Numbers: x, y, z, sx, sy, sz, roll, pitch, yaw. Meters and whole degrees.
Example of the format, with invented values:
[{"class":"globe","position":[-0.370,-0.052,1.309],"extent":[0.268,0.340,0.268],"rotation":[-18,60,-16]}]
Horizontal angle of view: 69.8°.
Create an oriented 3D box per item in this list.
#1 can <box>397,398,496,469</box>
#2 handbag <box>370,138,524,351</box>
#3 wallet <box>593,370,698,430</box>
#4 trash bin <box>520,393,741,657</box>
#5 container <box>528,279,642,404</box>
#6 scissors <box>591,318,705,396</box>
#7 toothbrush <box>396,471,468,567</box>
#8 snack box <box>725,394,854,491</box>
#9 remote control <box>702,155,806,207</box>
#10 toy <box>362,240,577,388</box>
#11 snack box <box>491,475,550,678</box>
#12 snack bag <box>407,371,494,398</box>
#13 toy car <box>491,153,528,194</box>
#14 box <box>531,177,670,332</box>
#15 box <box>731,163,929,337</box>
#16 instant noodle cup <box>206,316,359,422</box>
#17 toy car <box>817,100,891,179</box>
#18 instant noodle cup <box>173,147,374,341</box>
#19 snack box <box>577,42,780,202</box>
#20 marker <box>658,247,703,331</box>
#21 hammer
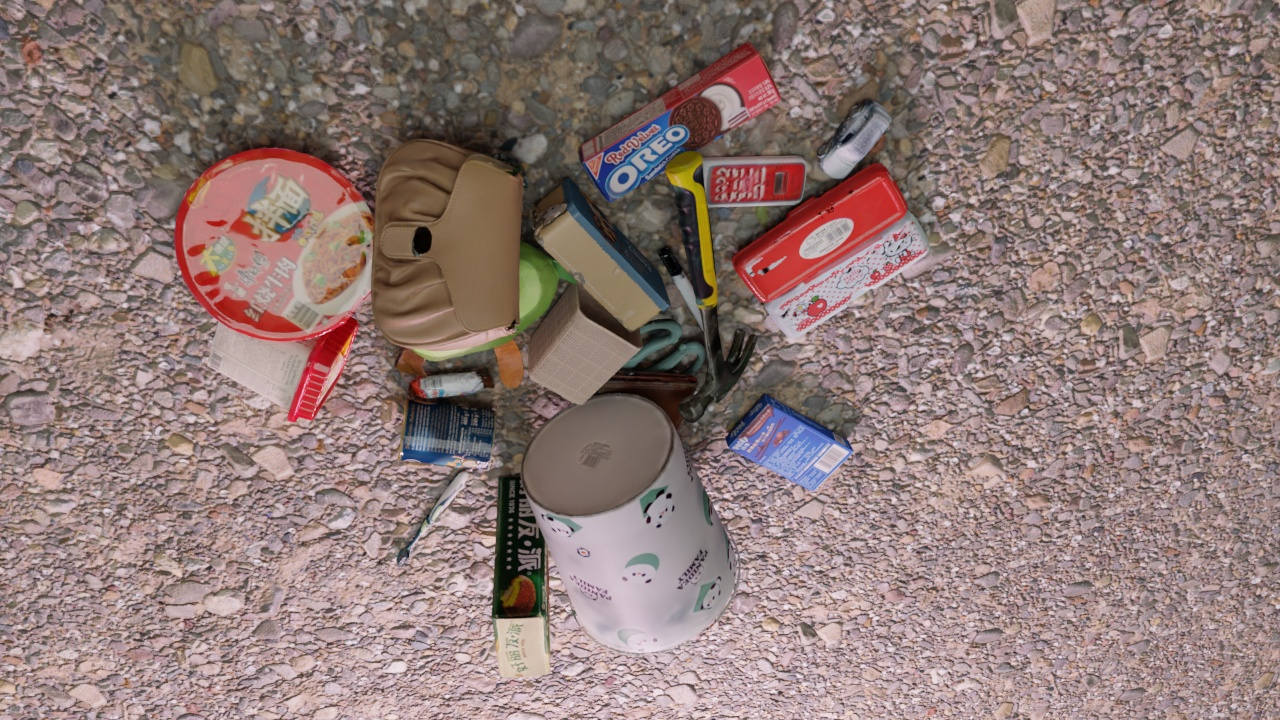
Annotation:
[{"class":"can","position":[-0.233,0.090,1.112],"extent":[0.111,0.075,0.075],"rotation":[8,122,-14]},{"class":"handbag","position":[-0.190,-0.111,0.895],"extent":[0.148,0.099,0.204],"rotation":[1,90,12]},{"class":"wallet","position":[0.000,0.052,1.133],"extent":[0.124,0.032,0.101],"rotation":[2,139,-11]},{"class":"trash bin","position":[-0.016,0.189,1.107],"extent":[0.229,0.229,0.252],"rotation":[-17,130,3]},{"class":"container","position":[-0.069,-0.020,1.056],"extent":[0.090,0.090,0.111],"rotation":[30,118,-26]},{"class":"scissors","position":[-0.014,0.004,1.116],"extent":[0.180,0.019,0.139],"rotation":[-24,135,15]},{"class":"toothbrush","position":[-0.280,0.214,1.225],"extent":[0.016,0.018,0.192],"rotation":[27,116,-24]},{"class":"snack box","position":[0.199,0.112,1.222],"extent":[0.157,0.026,0.085],"rotation":[29,115,-25]},{"class":"remote control","position":[0.114,-0.195,1.003],"extent":[0.136,0.020,0.056],"rotation":[-3,125,-7]},{"class":"toy","position":[-0.196,-0.063,0.999],"extent":[0.247,0.089,0.227],"rotation":[-21,117,17]},{"class":"snack box","position":[-0.146,0.262,1.144],"extent":[0.063,0.239,0.115],"rotation":[-3,125,-4]},{"class":"snack bag","position":[-0.228,0.029,1.099],"extent":[0.105,0.026,0.045],"rotation":[-6,158,-8]},{"class":"toy car","position":[-0.164,-0.179,0.964],"extent":[0.106,0.031,0.049],"rotation":[-29,126,24]},{"class":"box","position":[-0.039,-0.109,0.999],"extent":[0.060,0.089,0.184],"rotation":[-38,124,16]},{"class":"box","position":[0.223,-0.120,1.061],"extent":[0.201,0.037,0.158],"rotation":[-33,125,15]},{"class":"instant noodle cup","position":[-0.389,-0.014,1.000],"extent":[0.124,0.116,0.117],"rotation":[25,123,-11]},{"class":"toy car","position":[0.230,-0.235,0.987],"extent":[0.043,0.034,0.091],"rotation":[26,118,-28]},{"class":"instant noodle cup","position":[-0.363,-0.118,0.934],"extent":[0.193,0.066,0.194],"rotation":[-3,104,-11]},{"class":"snack box","position":[0.037,-0.242,0.938],"extent":[0.208,0.058,0.057],"rotation":[-29,121,11]},{"class":"marker","position":[0.056,-0.080,1.074],"extent":[0.018,0.022,0.131],"rotation":[-20,128,19]},{"class":"hammer","position":[0.072,-0.082,1.013],"extent":[0.125,0.032,0.324],"rotation":[-41,138,-30]}]
